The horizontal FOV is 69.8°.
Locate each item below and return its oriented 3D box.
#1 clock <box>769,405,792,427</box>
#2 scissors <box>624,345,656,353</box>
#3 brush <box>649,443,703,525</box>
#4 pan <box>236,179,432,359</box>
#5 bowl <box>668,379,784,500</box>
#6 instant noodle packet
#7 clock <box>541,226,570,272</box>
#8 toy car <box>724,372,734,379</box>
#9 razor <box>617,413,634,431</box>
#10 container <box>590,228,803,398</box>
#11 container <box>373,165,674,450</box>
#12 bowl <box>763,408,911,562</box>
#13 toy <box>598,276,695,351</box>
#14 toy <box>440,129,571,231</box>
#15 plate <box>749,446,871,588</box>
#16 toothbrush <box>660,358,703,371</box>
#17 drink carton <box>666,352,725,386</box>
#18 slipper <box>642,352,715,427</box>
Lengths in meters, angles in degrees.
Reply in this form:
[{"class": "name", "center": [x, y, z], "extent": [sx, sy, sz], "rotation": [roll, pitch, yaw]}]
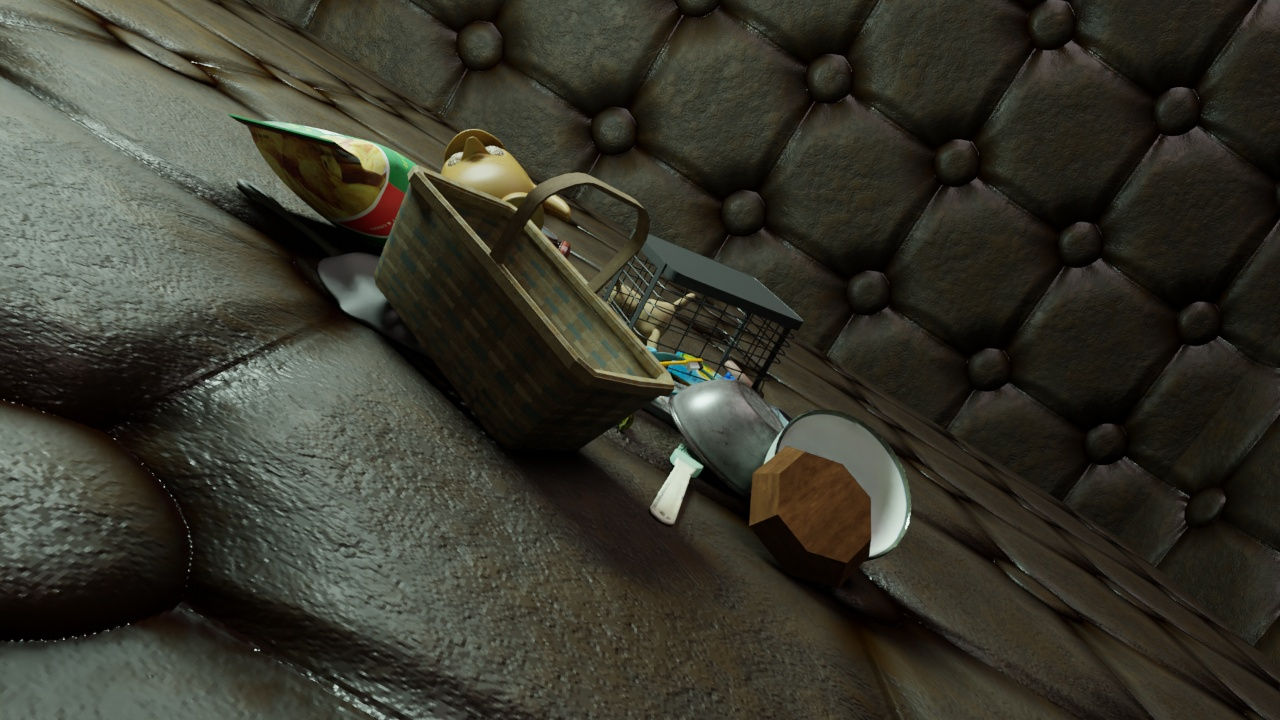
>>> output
[{"class": "clock", "center": [0.189, 0.107, 1.130], "extent": [0.159, 0.045, 0.122], "rotation": [44, 8, 10]}, {"class": "scissors", "center": [-0.052, -0.022, 1.013], "extent": [0.138, 0.015, 0.063], "rotation": [13, 4, -9]}, {"class": "brush", "center": [0.034, 0.111, 0.836], "extent": [0.033, 0.012, 0.217], "rotation": [33, 12, 4]}, {"class": "pan", "center": [-0.251, -0.085, 0.863], "extent": [0.354, 0.024, 0.216], "rotation": [35, 11, 14]}, {"class": "bowl", "center": [0.102, 0.071, 0.963], "extent": [0.145, 0.067, 0.144], "rotation": [43, 15, -15]}, {"class": "instant noodle packet", "center": [-0.264, -0.163, 0.927], "extent": [0.196, 0.090, 0.252], "rotation": [21, -9, 38]}, {"class": "clock", "center": [-0.166, -0.162, 1.315], "extent": [0.158, 0.072, 0.120], "rotation": [35, 11, 19]}, {"class": "toy car", "center": [0.122, 0.052, 1.342], "extent": [0.033, 0.062, 0.091], "rotation": [35, 41, 8]}, {"class": "razor", "center": [-0.057, 0.034, 0.895], "extent": [0.106, 0.026, 0.042], "rotation": [24, 15, -18]}, {"class": "container", "center": [0.070, -0.055, 1.186], "extent": [0.241, 0.130, 0.162], "rotation": [18, 19, -29]}, {"class": "container", "center": [-0.078, -0.065, 0.741], "extent": [0.250, 0.187, 0.157], "rotation": [48, 17, 24]}, {"class": "bowl", "center": [0.182, 0.131, 0.901], "extent": [0.153, 0.073, 0.153], "rotation": [11, 58, -19]}, {"class": "toy", "center": [-0.001, -0.067, 1.323], "extent": [0.108, 0.133, 0.106], "rotation": [32, -31, 5]}, {"class": "toy", "center": [-0.202, -0.218, 1.195], "extent": [0.198, 0.163, 0.203], "rotation": [-10, 40, -11]}, {"class": "plate", "center": [0.160, 0.136, 0.824], "extent": [0.131, 0.025, 0.131], "rotation": [12, 58, -20]}, {"class": "toothbrush", "center": [-0.006, 0.006, 1.003], "extent": [0.196, 0.031, 0.030], "rotation": [-3, 62, -39]}, {"class": "drink carton", "center": [0.097, 0.036, 1.264], "extent": [0.129, 0.039, 0.044], "rotation": [37, 12, 25]}, {"class": "slipper", "center": [0.027, 0.027, 1.054], "extent": [0.268, 0.055, 0.098], "rotation": [25, 26, -21]}]
